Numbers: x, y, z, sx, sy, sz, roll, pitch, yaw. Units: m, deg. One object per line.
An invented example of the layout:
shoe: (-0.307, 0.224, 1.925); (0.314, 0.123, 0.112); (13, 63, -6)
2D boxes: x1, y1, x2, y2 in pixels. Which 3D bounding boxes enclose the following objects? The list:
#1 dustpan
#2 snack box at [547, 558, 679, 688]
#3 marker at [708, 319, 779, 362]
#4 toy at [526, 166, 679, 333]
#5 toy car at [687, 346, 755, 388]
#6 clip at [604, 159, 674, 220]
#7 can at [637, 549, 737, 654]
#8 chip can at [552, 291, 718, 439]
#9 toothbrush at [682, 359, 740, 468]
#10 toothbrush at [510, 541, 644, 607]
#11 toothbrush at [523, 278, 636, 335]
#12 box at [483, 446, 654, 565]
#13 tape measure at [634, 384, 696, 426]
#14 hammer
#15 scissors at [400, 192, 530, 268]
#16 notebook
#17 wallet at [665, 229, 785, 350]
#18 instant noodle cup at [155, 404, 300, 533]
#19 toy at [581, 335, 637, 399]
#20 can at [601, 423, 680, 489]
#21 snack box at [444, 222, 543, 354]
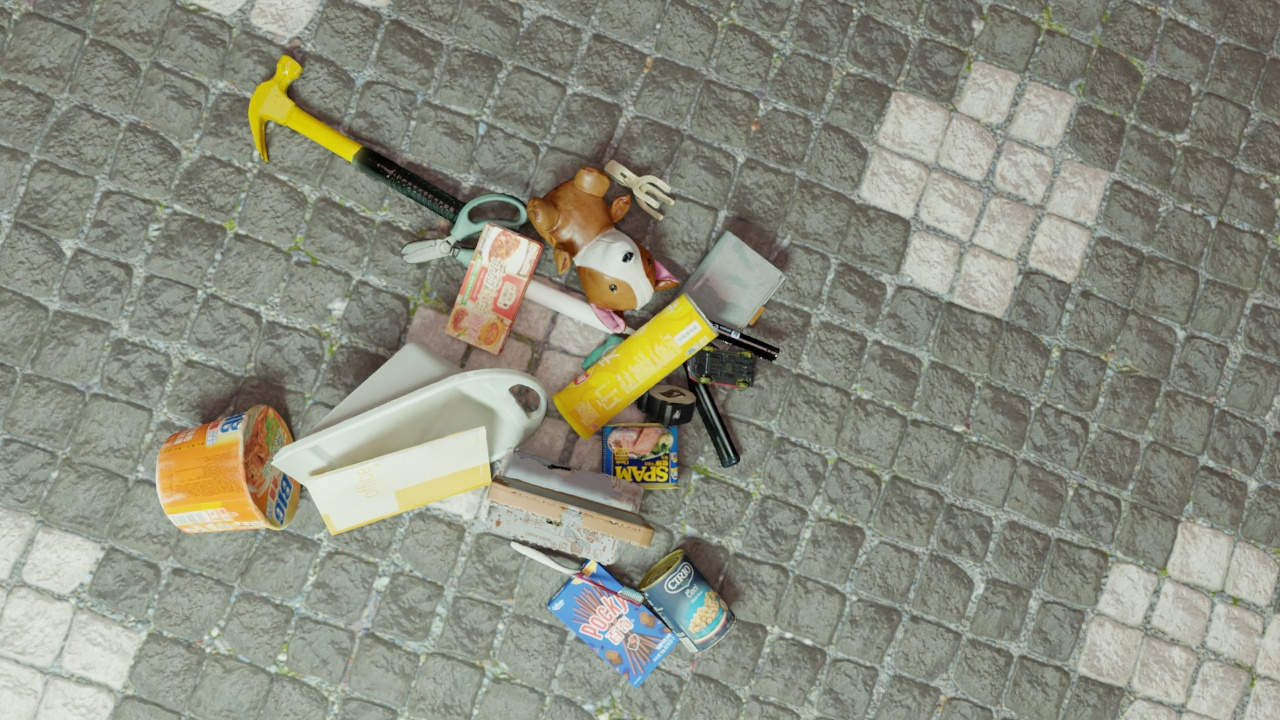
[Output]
dustpan: (-0.242, 0.095, 1.069); (0.143, 0.223, 0.257); (32, 73, 25)
snack box: (-0.034, 0.335, 1.178); (0.157, 0.026, 0.084); (43, 84, -3)
marker: (0.116, -0.031, 1.184); (0.132, 0.020, 0.022); (22, 130, -3)
toy: (-0.046, -0.142, 1.156); (0.140, 0.130, 0.199); (-36, 101, -14)
toy car: (0.103, 0.009, 1.188); (0.106, 0.031, 0.049); (7, 82, -33)
clip: (0.004, -0.221, 1.206); (0.101, 0.096, 0.035); (31, 84, 39)
can: (0.060, 0.307, 1.165); (0.075, 0.075, 0.111); (-39, 92, -6)
chip can: (-0.007, 0.007, 1.139); (0.213, 0.072, 0.072); (-39, 92, 4)
toothbrush: (0.078, 0.039, 1.196); (0.027, 0.026, 0.212); (-23, 93, 6)
toothbrush: (-0.081, 0.266, 1.157); (0.188, 0.016, 0.017); (22, 71, 14)
toothbrush: (-0.059, -0.057, 1.192); (0.221, 0.026, 0.027); (23, 128, -4)
box: (-0.084, 0.167, 1.054); (0.178, 0.261, 0.102); (17, 66, -5)
tape measure: (0.037, 0.056, 1.174); (0.065, 0.066, 0.034); (-7, 117, -42)
hammer: (-0.358, -0.260, 1.167); (0.300, 0.033, 0.128); (30, 86, -4)
scissors: (-0.219, -0.169, 1.160); (0.185, 0.019, 0.129); (5, 106, -16)
notebook: (-0.281, 0.144, 1.096); (0.206, 0.146, 0.010); (-16, 59, -16)
wallet: (0.114, -0.089, 1.202); (0.106, 0.037, 0.130); (37, 98, -7)
instant noodle cup: (-0.488, 0.135, 1.087); (0.111, 0.151, 0.151); (-11, 89, 2)
toy: (-0.015, 0.007, 1.192); (0.096, 0.030, 0.092); (-41, 96, 1)
can: (-0.001, 0.122, 1.176); (0.102, 0.057, 0.083); (0, 85, -6)
snack box: (-0.185, -0.090, 1.159); (0.075, 0.025, 0.153); (23, 102, -1)
